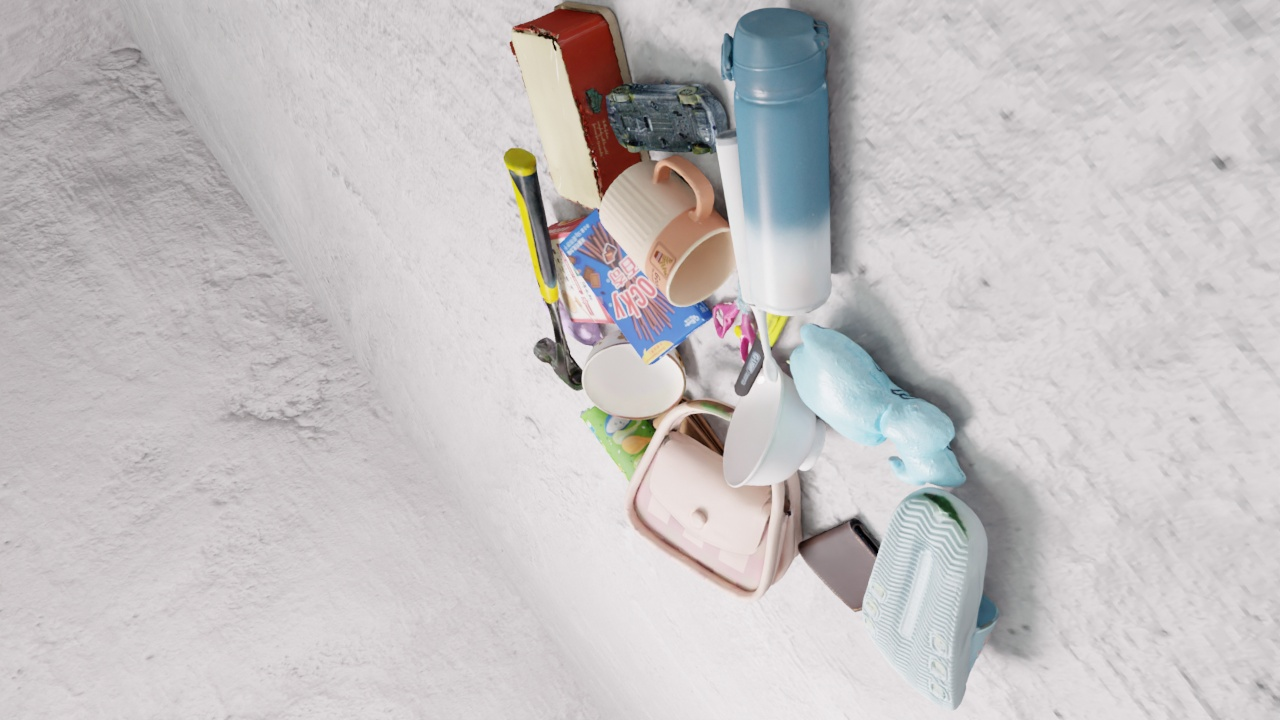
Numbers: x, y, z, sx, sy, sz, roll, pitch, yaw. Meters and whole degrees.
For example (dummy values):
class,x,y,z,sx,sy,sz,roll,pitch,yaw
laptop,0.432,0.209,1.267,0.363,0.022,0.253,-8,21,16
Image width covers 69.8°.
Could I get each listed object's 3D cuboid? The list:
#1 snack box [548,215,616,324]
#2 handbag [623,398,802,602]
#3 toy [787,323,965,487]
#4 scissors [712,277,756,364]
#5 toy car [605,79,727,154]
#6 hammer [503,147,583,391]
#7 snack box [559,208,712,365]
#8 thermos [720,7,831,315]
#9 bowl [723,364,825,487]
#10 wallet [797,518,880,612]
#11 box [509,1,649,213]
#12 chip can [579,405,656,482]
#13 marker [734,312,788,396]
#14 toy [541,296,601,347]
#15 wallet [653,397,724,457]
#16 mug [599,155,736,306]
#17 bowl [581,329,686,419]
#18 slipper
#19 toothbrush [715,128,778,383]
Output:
class,x,y,z,sx,sy,sz,roll,pitch,yaw
snack box,-0.061,-0.101,1.031,0.127,0.044,0.113,8,127,62
handbag,0.085,0.132,0.983,0.193,0.093,0.235,30,137,24
toy,0.180,0.037,0.734,0.156,0.049,0.161,16,143,46
scissors,0.088,-0.056,0.838,0.096,0.017,0.137,45,151,46
toy car,0.021,-0.200,0.752,0.121,0.036,0.054,17,136,42
hammer,-0.102,-0.088,1.028,0.126,0.031,0.324,40,151,37
snack box,-0.006,-0.081,0.918,0.085,0.026,0.157,-39,85,32
thermos,0.100,-0.134,0.647,0.070,0.070,0.221,35,150,40
bowl,0.129,0.067,0.836,0.064,0.118,0.118,19,159,-11
wallet,0.217,0.211,0.930,0.096,0.020,0.122,48,155,6
box,-0.059,-0.222,0.823,0.091,0.079,0.168,30,145,45
chip can,0.019,0.142,1.160,0.236,0.072,0.072,53,157,8
marker,0.107,-0.010,0.819,0.018,0.015,0.124,38,137,18
toy,-0.084,-0.052,1.149,0.108,0.039,0.084,39,173,31
wallet,0.067,0.101,1.081,0.115,0.020,0.101,51,158,5
mug,0.027,-0.121,0.783,0.106,0.081,0.115,49,149,27
bowl,-0.006,0.006,1.015,0.062,0.113,0.114,-86,-14,-50
slipper,0.250,0.196,0.775,0.104,0.074,0.246,36,145,41
toothbrush,0.092,-0.078,0.751,0.026,0.027,0.221,-78,-23,-61
